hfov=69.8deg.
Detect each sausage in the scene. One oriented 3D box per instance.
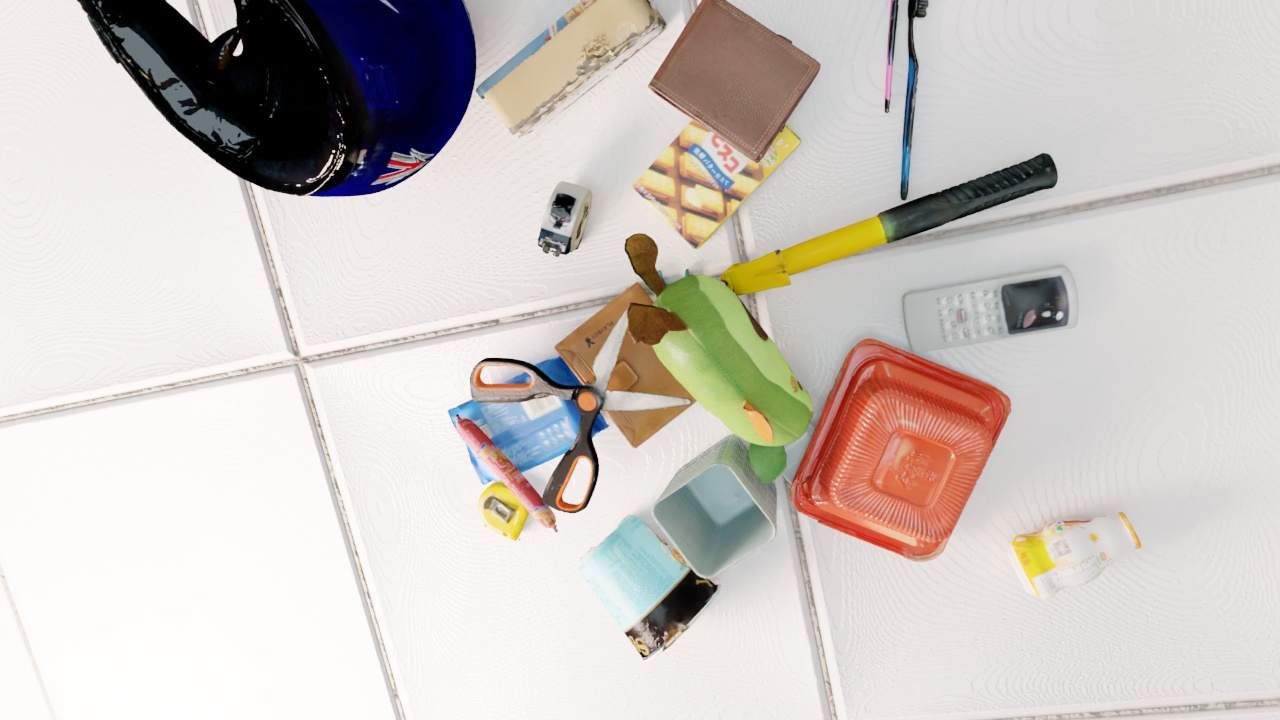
[{"bbox_3d":[-0.133,0.113,0.918,0.020,0.020,0.156,-41,92,17],"label":"sausage"}]

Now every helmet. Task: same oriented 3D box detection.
[{"bbox_3d":[-0.288,-0.297,0.793,0.315,0.239,0.248,45,130,-10],"label":"helmet"}]

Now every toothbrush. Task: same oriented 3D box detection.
[{"bbox_3d":[0.243,-0.238,0.816,0.016,0.014,0.189,-3,104,-12],"label":"toothbrush"},{"bbox_3d":[0.225,-0.314,0.802,0.018,0.014,0.189,0,104,0],"label":"toothbrush"}]

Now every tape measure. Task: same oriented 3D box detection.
[{"bbox_3d":[-0.146,0.158,0.982,0.057,0.028,0.060,25,106,6],"label":"tape measure"},{"bbox_3d":[-0.071,-0.136,0.878,0.033,0.065,0.066,18,108,3],"label":"tape measure"}]

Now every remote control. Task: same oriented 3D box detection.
[{"bbox_3d":[0.143,0.073,0.905,0.056,0.020,0.136,-41,91,16],"label":"remote control"},{"bbox_3d":[0.319,-0.046,0.839,0.150,0.021,0.058,-10,101,15],"label":"remote control"}]

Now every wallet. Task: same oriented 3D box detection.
[{"bbox_3d":[-0.005,0.005,0.904,0.108,0.031,0.132,-37,93,-1],"label":"wallet"},{"bbox_3d":[0.082,-0.250,0.807,0.124,0.032,0.101,35,99,2],"label":"wallet"}]

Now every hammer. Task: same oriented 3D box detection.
[{"bbox_3d":[0.216,-0.117,0.812,0.301,0.128,0.033,-19,95,5],"label":"hammer"}]

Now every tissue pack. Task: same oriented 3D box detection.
[{"bbox_3d":[-0.117,0.061,0.941,0.157,0.052,0.095,-26,94,16],"label":"tissue pack"}]

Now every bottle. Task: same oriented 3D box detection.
[{"bbox_3d":[0.402,0.177,0.850,0.108,0.063,0.063,-27,96,17],"label":"bottle"}]

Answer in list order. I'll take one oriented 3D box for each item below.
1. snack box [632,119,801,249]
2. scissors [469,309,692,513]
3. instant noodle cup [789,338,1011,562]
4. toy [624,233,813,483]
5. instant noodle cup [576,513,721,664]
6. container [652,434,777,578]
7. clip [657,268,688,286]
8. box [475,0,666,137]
[{"bbox_3d":[0.070,-0.182,0.855,0.087,0.033,0.141,45,105,0],"label":"snack box"},{"bbox_3d":[-0.063,0.044,0.875,0.221,0.021,0.235,18,112,13],"label":"scissors"},{"bbox_3d":[0.242,0.092,0.850,0.164,0.079,0.189,20,102,0],"label":"instant noodle cup"},{"bbox_3d":[0.071,-0.004,0.805,0.090,0.226,0.246,-37,123,16],"label":"toy"},{"bbox_3d":[0.002,0.224,0.931,0.120,0.111,0.111,47,107,6],"label":"instant noodle cup"},{"bbox_3d":[0.077,0.134,0.885,0.090,0.111,0.090,-36,94,17],"label":"container"},{"bbox_3d":[0.034,-0.063,0.901,0.034,0.013,0.054,0,101,13],"label":"clip"},{"bbox_3d":[-0.066,-0.272,0.835,0.184,0.089,0.061,-32,101,15],"label":"box"}]
